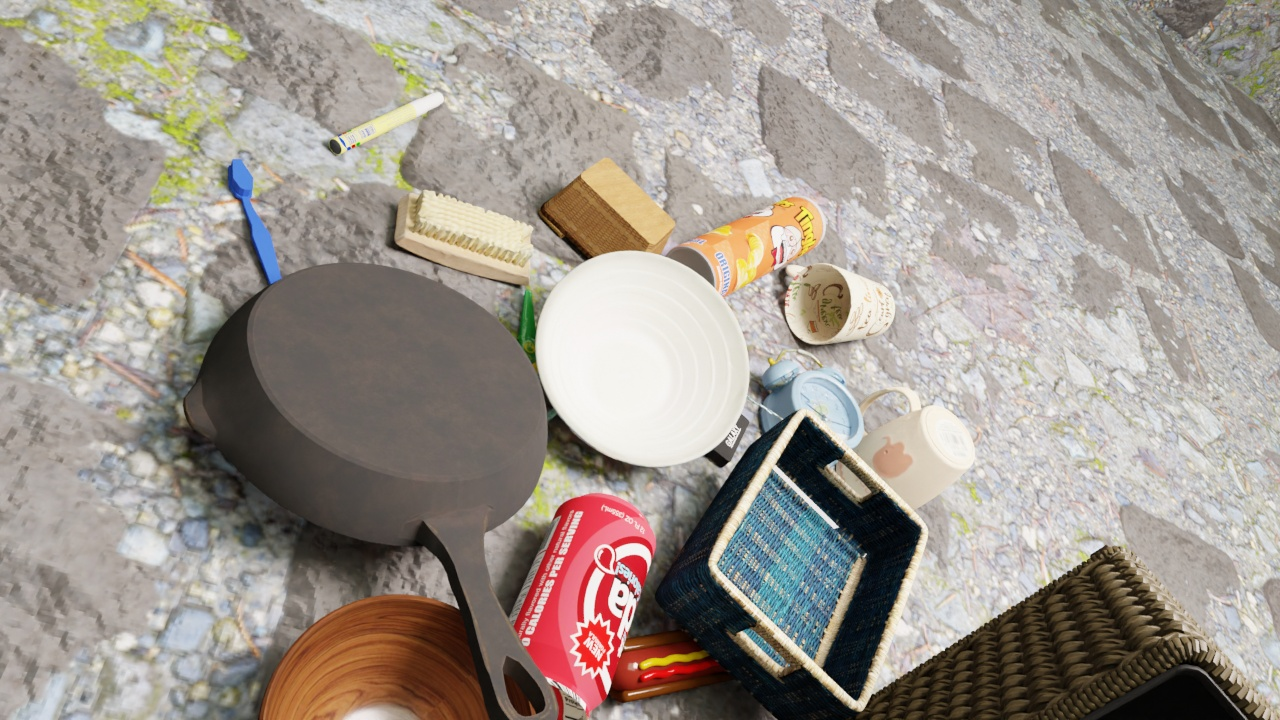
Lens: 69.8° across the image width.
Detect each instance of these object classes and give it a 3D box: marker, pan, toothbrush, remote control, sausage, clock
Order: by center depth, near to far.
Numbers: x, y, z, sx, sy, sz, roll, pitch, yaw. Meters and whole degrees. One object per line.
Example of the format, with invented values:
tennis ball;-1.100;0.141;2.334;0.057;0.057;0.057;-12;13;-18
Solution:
pan;-0.130;0.060;0.565;0.248;0.043;0.356;-1;46;-41
sausage;0.041;0.209;0.648;0.155;0.040;0.040;2;58;-35
toothbrush;-0.262;-0.067;0.650;0.016;0.011;0.186;-9;65;-40
marker;-0.214;-0.205;0.785;0.014;0.014;0.132;44;44;-1
remote control;0.032;0.031;0.791;0.133;0.013;0.058;39;44;-6
clock;0.156;0.044;0.845;0.088;0.052;0.124;11;53;-28

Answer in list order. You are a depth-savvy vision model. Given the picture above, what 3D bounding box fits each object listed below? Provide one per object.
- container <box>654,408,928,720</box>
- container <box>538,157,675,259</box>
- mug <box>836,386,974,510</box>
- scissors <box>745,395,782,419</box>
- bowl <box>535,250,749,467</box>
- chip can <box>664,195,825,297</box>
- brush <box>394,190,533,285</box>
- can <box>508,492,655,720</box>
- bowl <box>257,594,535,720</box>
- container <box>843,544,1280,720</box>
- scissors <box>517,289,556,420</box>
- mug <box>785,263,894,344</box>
container;0.115;0.146;0.666;0.145;0.071;0.186;44;45;-3
container;-0.025;-0.126;0.830;0.114;0.061;0.063;44;44;-1
mug;0.239;0.079;0.841;0.085;0.105;0.111;-2;62;-38
scissors;0.093;0.031;0.781;0.086;0.015;0.135;31;0;-44
bowl;-0.004;0.004;0.735;0.176;0.058;0.176;7;70;-19
chip can;0.108;-0.111;0.915;0.209;0.062;0.062;-29;79;-45
brush;-0.138;-0.102;0.746;0.117;0.039;0.049;15;52;-26
can;-0.041;0.159;0.599;0.074;0.075;0.142;34;45;-11
bowl;-0.136;0.209;0.496;0.147;0.069;0.147;20;44;-21
container;0.215;0.265;0.534;0.176;0.322;0.204;50;22;5
scissors;-0.085;-0.002;0.731;0.128;0.012;0.119;-30;80;-44
mug;0.199;-0.066;0.956;0.097;0.081;0.122;2;31;-43
